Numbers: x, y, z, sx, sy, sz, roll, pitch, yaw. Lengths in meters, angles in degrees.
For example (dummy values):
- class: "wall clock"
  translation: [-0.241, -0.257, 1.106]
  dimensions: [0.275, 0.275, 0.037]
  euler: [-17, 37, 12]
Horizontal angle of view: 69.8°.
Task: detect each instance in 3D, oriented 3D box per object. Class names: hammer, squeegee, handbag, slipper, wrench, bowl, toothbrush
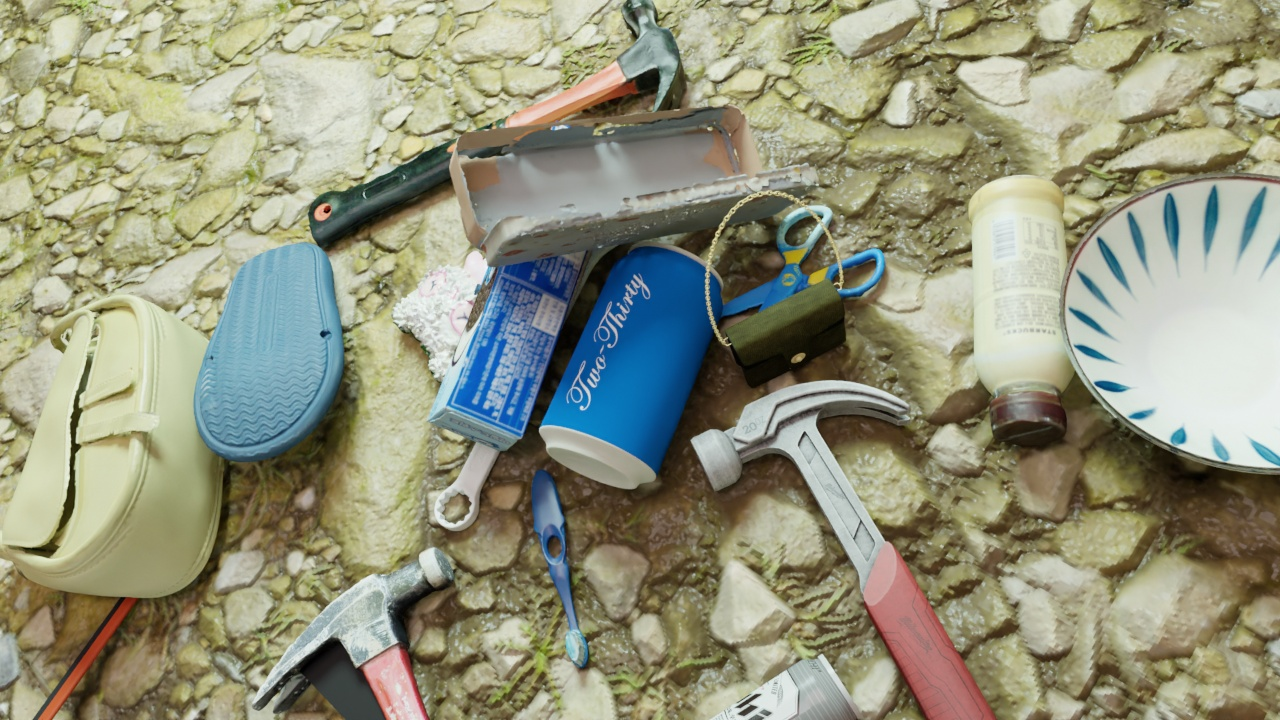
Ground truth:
- class: "hammer"
  translation: [-0.120, -0.178, 0.743]
  dimensions: [0.333, 0.033, 0.133]
  euler: [-24, 61, 5]
- class: "squeegee"
  translation: [-0.325, 0.277, 0.563]
  dimensions: [0.185, 0.055, 0.248]
  euler: [17, 56, 10]
- class: "hammer"
  translation: [0.145, 0.142, 0.493]
  dimensions: [0.126, 0.036, 0.315]
  euler: [-25, 56, -1]
- class: "handbag"
  translation: [-0.393, 0.055, 0.674]
  dimensions: [0.191, 0.088, 0.232]
  euler: [-10, 61, 18]
- class: "slipper"
  translation: [-0.266, -0.010, 0.688]
  dimensions: [0.104, 0.059, 0.213]
  euler: [-13, 48, 0]
- class: "handbag"
  translation: [0.079, -0.041, 0.530]
  dimensions: [0.084, 0.178, 0.027]
  euler: [-26, 60, 2]
- class: "wrench"
  translation: [-0.075, -0.005, 0.655]
  dimensions: [0.047, 0.009, 0.272]
  euler: [17, 71, 23]
- class: "hammer"
  translation: [-0.113, 0.274, 0.517]
  dimensions: [0.140, 0.036, 0.326]
  euler: [-32, 61, -3]
- class: "bowl"
  translation: [0.323, -0.011, 0.507]
  dimensions: [0.177, 0.071, 0.177]
  euler: [-6, 64, 13]
- class: "toothbrush"
  translation: [-0.052, 0.127, 0.580]
  dimensions: [0.021, 0.016, 0.132]
  euler: [-18, 62, 4]

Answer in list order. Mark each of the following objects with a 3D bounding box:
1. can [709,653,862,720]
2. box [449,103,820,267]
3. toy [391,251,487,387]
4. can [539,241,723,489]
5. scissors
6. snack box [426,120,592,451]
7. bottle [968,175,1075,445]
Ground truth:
- class: "can"
  translation: [0.064, 0.203, 0.493]
  dimensions: [0.106, 0.044, 0.044]
  euler: [-33, 60, -1]
- class: "box"
  translation: [-0.006, -0.123, 0.593]
  dimensions: [0.216, 0.096, 0.105]
  euler: [-13, 74, -22]
- class: "toy"
  translation: [-0.127, -0.043, 0.672]
  dimensions: [0.109, 0.041, 0.095]
  euler: [-40, 61, -8]
- class: "can"
  translation: [-0.003, 0.003, 0.590]
  dimensions: [0.079, 0.079, 0.146]
  euler: [15, 70, 22]
- class: "scissors"
  translation: [0.097, -0.060, 0.630]
  dimensions: [0.132, 0.019, 0.104]
  euler: [-23, 57, 4]
- class: "snack box"
  translation: [-0.077, -0.052, 0.630]
  dimensions: [0.059, 0.059, 0.226]
  euler: [24, 69, -16]
- class: "bottle"
  translation: [0.229, -0.031, 0.552]
  dimensions: [0.056, 0.056, 0.161]
  euler: [0, 65, 16]
